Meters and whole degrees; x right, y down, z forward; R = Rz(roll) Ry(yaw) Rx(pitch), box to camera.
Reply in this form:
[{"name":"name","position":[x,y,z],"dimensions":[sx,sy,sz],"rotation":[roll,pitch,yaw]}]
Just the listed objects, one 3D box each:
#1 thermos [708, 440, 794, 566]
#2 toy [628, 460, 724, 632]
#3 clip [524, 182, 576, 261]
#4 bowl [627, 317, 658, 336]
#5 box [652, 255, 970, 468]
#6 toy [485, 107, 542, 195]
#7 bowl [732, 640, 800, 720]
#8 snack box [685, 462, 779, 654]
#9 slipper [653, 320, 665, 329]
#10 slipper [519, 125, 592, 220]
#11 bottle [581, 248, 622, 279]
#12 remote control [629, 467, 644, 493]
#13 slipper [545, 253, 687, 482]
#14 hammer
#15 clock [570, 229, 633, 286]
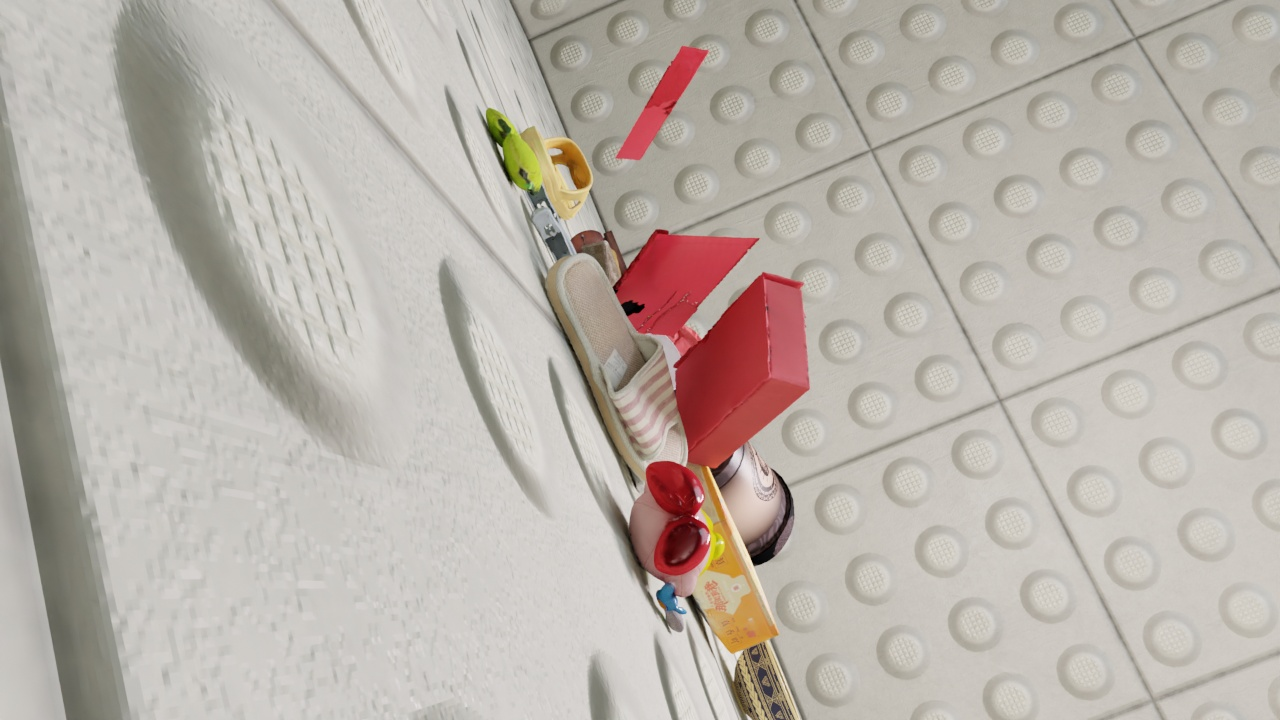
[{"name":"thermos","position":[0.117,0.184,1.344],"dimensions":[0.226,0.173,0.172],"rotation":[55,11,-46]},{"name":"toy","position":[0.039,0.161,0.796],"dimensions":[0.132,0.096,0.124],"rotation":[101,-22,-60]},{"name":"clip","position":[-0.103,-0.151,1.135],"dimensions":[0.163,0.028,0.112],"rotation":[66,2,-45]},{"name":"bowl","position":[-0.007,0.007,1.147],"dimensions":[0.114,0.051,0.114],"rotation":[22,43,-22]},{"name":"box","position":[0.198,0.017,1.070],"dimensions":[0.218,0.351,0.197],"rotation":[132,-36,-49]},{"name":"toy","position":[-0.138,-0.228,1.004],"dimensions":[0.093,0.036,0.094],"rotation":[60,-3,30]},{"name":"bowl","position":[0.150,0.410,1.143],"dimensions":[0.112,0.061,0.112],"rotation":[-21,88,-87]},{"name":"snack box","position":[0.082,0.229,1.089],"dimensions":[0.145,0.080,0.195],"rotation":[-108,174,-61]},{"name":"slipper","position":[0.006,-0.012,1.423],"dimensions":[0.064,0.094,0.239],"rotation":[64,5,-2]},{"name":"slipper","position":[-0.121,-0.295,1.408],"dimensions":[0.263,0.078,0.099],"rotation":[41,25,-82]},{"name":"bottle","position":[-0.046,-0.073,1.293],"dimensions":[0.059,0.060,0.166],"rotation":[41,36,-83]},{"name":"remote control","position":[-0.017,0.087,1.025],"dimensions":[0.033,0.012,0.130],"rotation":[57,10,-62]},{"name":"slipper","position":[-0.014,0.009,0.947],"dimensions":[0.114,0.052,0.263],"rotation":[-42,109,-51]},{"name":"hammer","position":[0.015,-0.105,1.312],"dimensions":[0.300,0.037,0.158],"rotation":[-26,105,-60]},{"name":"clock","position":[-0.058,-0.138,1.407],"dimensions":[0.158,0.072,0.120],"rotation":[60,8,-74]}]
